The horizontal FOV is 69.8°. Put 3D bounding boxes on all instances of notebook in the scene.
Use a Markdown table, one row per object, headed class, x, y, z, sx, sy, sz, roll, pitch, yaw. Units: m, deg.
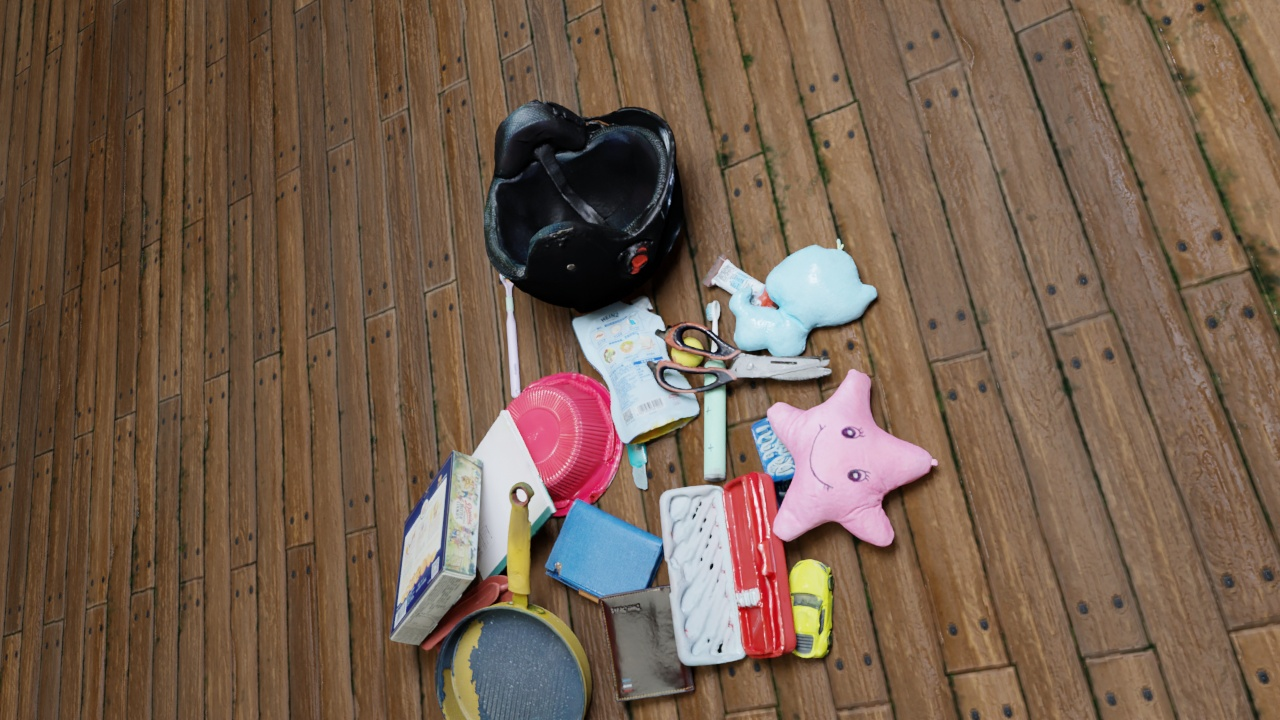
| class | x | y | z | sx | sy | sz | roll | pitch | yaw |
| --- | --- | --- | --- | --- | --- | --- | --- | --- | --- |
| notebook | -0.186 | 0.182 | 1.184 | 0.210 | 0.012 | 0.150 | -51 | 59 | 40 |

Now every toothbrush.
| class | x | y | z | sx | sy | sz | roll | pitch | yaw |
| --- | --- | --- | --- | --- | --- | --- | --- | --- | --- |
| toothbrush | 0.090 | 0.034 | 1.115 | 0.027 | 0.026 | 0.224 | -14 | 69 | 48 |
| toothbrush | -0.179 | -0.038 | 1.290 | 0.021 | 0.029 | 0.189 | 141 | 126 | -62 |

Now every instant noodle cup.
| class | x | y | z | sx | sy | sz | roll | pitch | yaw |
| --- | --- | --- | --- | --- | --- | --- | --- | --- | --- |
| instant noodle cup | -0.120 | 0.103 | 1.193 | 0.194 | 0.065 | 0.193 | -9 | 73 | 28 |

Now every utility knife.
| class | x | y | z | sx | sy | sz | roll | pitch | yaw |
| --- | --- | --- | --- | --- | --- | --- | --- | --- | --- |
| utility knife | -0.010 | 0.077 | 1.167 | 0.029 | 0.013 | 0.179 | -17 | 70 | 20 |

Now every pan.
| class | x | y | z | sx | sy | sz | roll | pitch | yaw |
| --- | --- | --- | --- | --- | --- | --- | --- | --- | --- |
| pan | -0.148 | 0.314 | 1.091 | 0.198 | 0.078 | 0.357 | 9 | 95 | 16 |

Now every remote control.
| class | x | y | z | sx | sy | sz | roll | pitch | yaw |
| --- | --- | --- | --- | --- | --- | --- | --- | --- | --- |
| remote control | 0.168 | 0.124 | 1.049 | 0.049 | 0.024 | 0.124 | -23 | 70 | 22 |

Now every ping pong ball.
| class | x | y | z | sx | sy | sz | roll | pitch | yaw |
| --- | --- | --- | --- | --- | --- | --- | --- | --- | --- |
| ping pong ball | 0.058 | -0.009 | 1.136 | 0.040 | 0.040 | 0.040 | -8 | 73 | 27 |

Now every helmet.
| class | x | y | z | sx | sy | sz | roll | pitch | yaw |
| --- | --- | --- | --- | --- | --- | --- | --- | --- | --- |
| helmet | -0.062 | -0.185 | 1.142 | 0.275 | 0.230 | 0.233 | -25 | 59 | 13 |

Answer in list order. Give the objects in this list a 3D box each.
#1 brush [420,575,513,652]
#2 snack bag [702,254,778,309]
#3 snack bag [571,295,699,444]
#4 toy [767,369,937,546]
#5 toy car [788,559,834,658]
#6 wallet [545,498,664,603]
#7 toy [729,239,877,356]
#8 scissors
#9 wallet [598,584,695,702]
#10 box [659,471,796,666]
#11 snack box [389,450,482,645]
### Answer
| class | x | y | z | sx | sy | sz | roll | pitch | yaw |
| --- | --- | --- | --- | --- | --- | --- | --- | --- | --- |
| brush | -0.216 | 0.329 | 1.184 | 0.146 | 0.069 | 0.063 | -40 | 62 | 15 |
| snack bag | 0.127 | -0.091 | 1.127 | 0.104 | 0.026 | 0.048 | 32 | 90 | 31 |
| snack bag | -0.007 | 0.007 | 1.163 | 0.110 | 0.039 | 0.191 | -26 | 65 | 6 |
| toy | 0.227 | 0.103 | 0.993 | 0.179 | 0.074 | 0.194 | -3 | 72 | 16 |
| toy car | 0.183 | 0.270 | 0.999 | 0.048 | 0.032 | 0.105 | -3 | 74 | 29 |
| wallet | -0.043 | 0.244 | 1.127 | 0.133 | 0.040 | 0.106 | 21 | 88 | 24 |
| toy | 0.188 | -0.071 | 1.070 | 0.161 | 0.049 | 0.156 | 19 | 103 | 16 |
| scissors | 0.113 | -0.008 | 1.078 | 0.207 | 0.015 | 0.192 | -39 | 78 | 22 |
| wallet | 0.007 | 0.328 | 1.070 | 0.096 | 0.020 | 0.122 | -13 | 79 | 12 |
| box | 0.101 | 0.235 | 1.037 | 0.155 | 0.073 | 0.201 | -17 | 69 | 29 |
| snack box | -0.260 | 0.239 | 1.169 | 0.178 | 0.045 | 0.182 | -51 | 30 | 36 |
